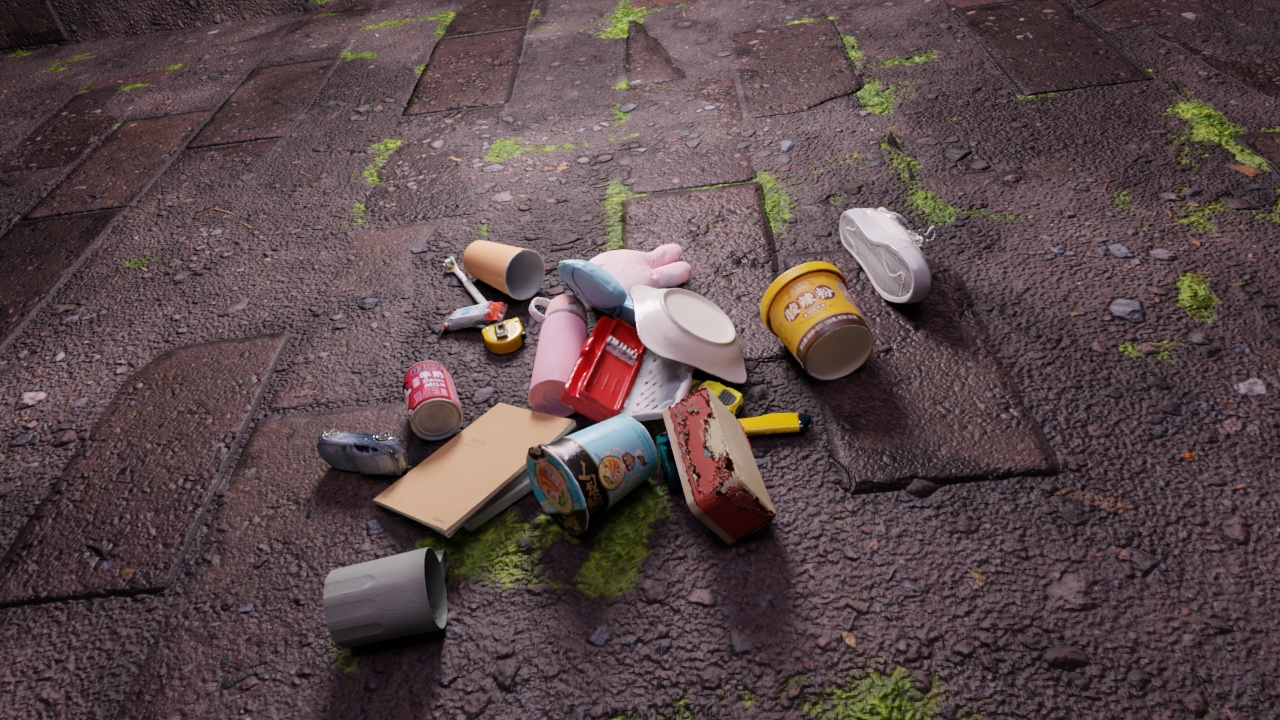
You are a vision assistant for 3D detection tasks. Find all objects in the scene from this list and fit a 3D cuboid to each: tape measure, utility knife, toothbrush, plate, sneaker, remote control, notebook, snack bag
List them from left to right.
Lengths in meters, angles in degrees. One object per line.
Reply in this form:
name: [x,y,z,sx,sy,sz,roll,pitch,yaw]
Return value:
toothbrush: [-0.265,-0.111,1.426,0.020,0.029,0.189,14,21,-41]
snack bag: [-0.246,-0.064,1.346,0.104,0.026,0.048,-13,31,19]
notebook: [-0.197,0.122,1.095,0.150,0.012,0.210,10,39,42]
tape measure: [-0.195,-0.036,1.306,0.060,0.029,0.057,-17,39,-9]
remote control: [-0.160,0.146,1.076,0.134,0.019,0.056,-33,43,-27]
tape measure: [0.033,0.117,1.041,0.025,0.058,0.054,-14,42,-6]
plate: [0.068,-0.047,1.190,0.163,0.034,0.164,20,33,-21]
utility knife: [0.128,0.080,1.101,0.154,0.015,0.033,-5,32,7]
sneaker: [0.366,-0.153,1.292,0.090,0.090,0.242,-9,31,-7]

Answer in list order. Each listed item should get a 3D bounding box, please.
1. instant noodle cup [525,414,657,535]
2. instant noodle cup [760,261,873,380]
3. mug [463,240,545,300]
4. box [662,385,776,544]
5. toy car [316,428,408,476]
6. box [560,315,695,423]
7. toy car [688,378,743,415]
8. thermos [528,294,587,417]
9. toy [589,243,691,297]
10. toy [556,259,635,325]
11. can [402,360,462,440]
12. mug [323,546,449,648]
instant noodle cup: [-0.049,0.118,1.027,0.120,0.111,0.111,-28,41,-31]
instant noodle cup: [0.227,-0.045,1.163,0.118,0.119,0.114,-16,46,-8]
mug: [-0.215,-0.146,1.415,0.123,0.078,0.078,23,48,40]
box: [0.089,0.105,0.999,0.078,0.091,0.168,-36,35,15]
toy car: [-0.343,0.115,1.127,0.121,0.054,0.036,4,38,17]
box: [-0.007,0.014,1.164,0.160,0.065,0.200,11,31,7]
toy car: [0.077,0.044,1.144,0.105,0.032,0.048,14,44,30]
thermos: [-0.115,-0.016,1.223,0.087,0.067,0.198,23,37,-17]
toy: [-0.007,-0.127,1.359,0.159,0.054,0.121,-14,45,-5]
toy: [-0.048,-0.093,1.257,0.161,0.156,0.049,20,73,46]
can: [-0.270,0.050,1.183,0.066,0.067,0.093,-18,39,-10]
mug: [-0.257,0.237,0.947,0.103,0.084,0.124,-12,11,-2]
